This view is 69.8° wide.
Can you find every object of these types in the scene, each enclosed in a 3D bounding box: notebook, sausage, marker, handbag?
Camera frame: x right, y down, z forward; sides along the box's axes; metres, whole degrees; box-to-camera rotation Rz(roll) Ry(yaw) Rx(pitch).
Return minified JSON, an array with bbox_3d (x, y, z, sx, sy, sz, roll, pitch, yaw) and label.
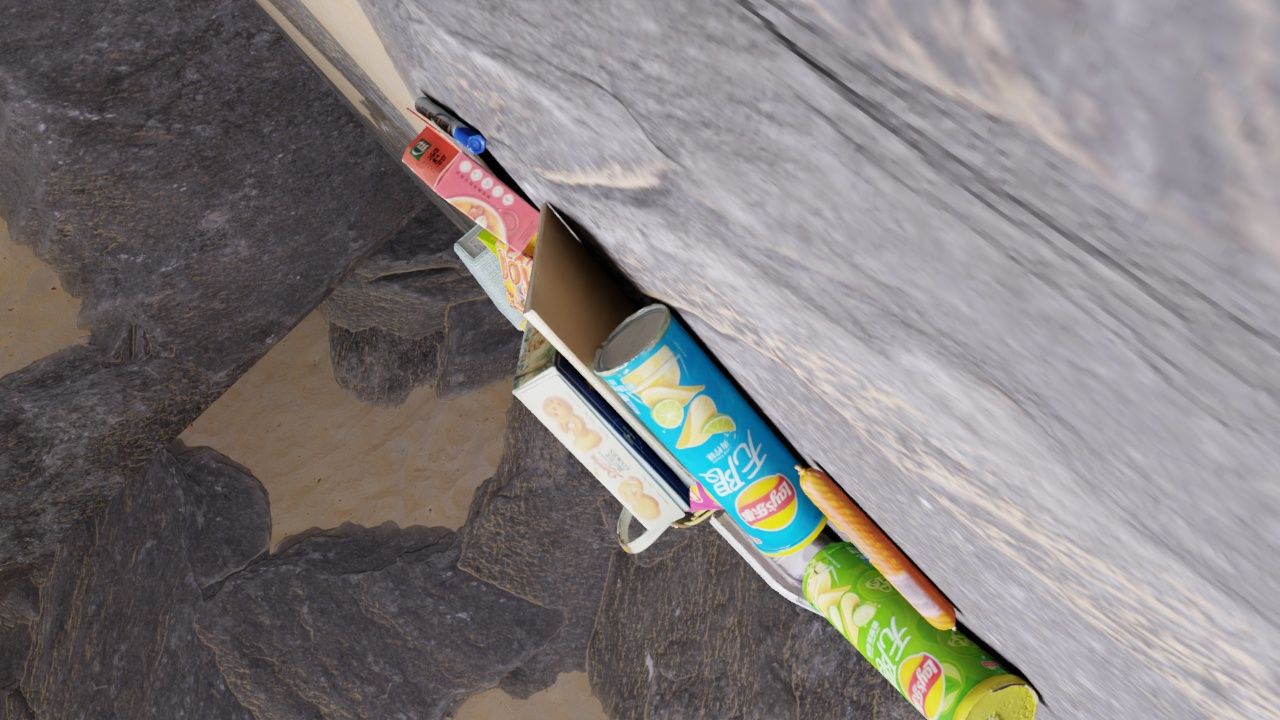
[{"bbox_3d":[-0.017,-0.013,0.737,0.211,0.012,0.149,48,-155,-32],"label":"notebook"},{"bbox_3d":[0.169,0.134,0.656,0.165,0.021,0.021,47,176,0],"label":"sausage"},{"bbox_3d":[-0.168,-0.206,0.795,0.017,0.017,0.146,49,175,-41],"label":"marker"},{"bbox_3d":[0.034,0.146,1.080,0.063,0.178,0.163,42,177,-25],"label":"handbag"}]

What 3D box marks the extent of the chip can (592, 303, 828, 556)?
[{"bbox_3d":[0.057,0.055,0.686,0.210,0.071,0.071,48,176,-22],"label":"chip can"}]

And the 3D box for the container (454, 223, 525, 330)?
[{"bbox_3d":[-0.156,-0.114,1.107,0.111,0.090,0.090,52,173,-39],"label":"container"}]

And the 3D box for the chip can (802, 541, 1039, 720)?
[{"bbox_3d":[0.214,0.225,0.743,0.072,0.072,0.221,48,175,-28],"label":"chip can"}]

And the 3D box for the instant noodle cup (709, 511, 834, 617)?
[{"bbox_3d":[0.168,0.207,0.985,0.138,0.060,0.173,30,-174,-29],"label":"instant noodle cup"}]

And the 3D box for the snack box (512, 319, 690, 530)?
[{"bbox_3d":[-0.024,0.017,0.764,0.178,0.046,0.182,49,-154,-29],"label":"snack box"}]

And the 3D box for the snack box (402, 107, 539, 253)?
[{"bbox_3d":[-0.162,-0.163,0.836,0.127,0.044,0.113,37,-177,-37],"label":"snack box"}]

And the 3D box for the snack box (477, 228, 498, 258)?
[{"bbox_3d":[-0.102,-0.094,0.986,0.156,0.026,0.086,30,167,38],"label":"snack box"}]

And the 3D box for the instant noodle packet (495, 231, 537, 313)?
[{"bbox_3d":[-0.088,-0.068,0.886,0.128,0.044,0.111,35,146,31],"label":"instant noodle packet"}]

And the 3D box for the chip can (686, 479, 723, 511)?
[{"bbox_3d":[0.051,0.107,0.864,0.071,0.071,0.211,46,160,-5],"label":"chip can"}]

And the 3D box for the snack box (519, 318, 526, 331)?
[{"bbox_3d":[-0.064,-0.021,1.066,0.140,0.087,0.034,45,176,16],"label":"snack box"}]
